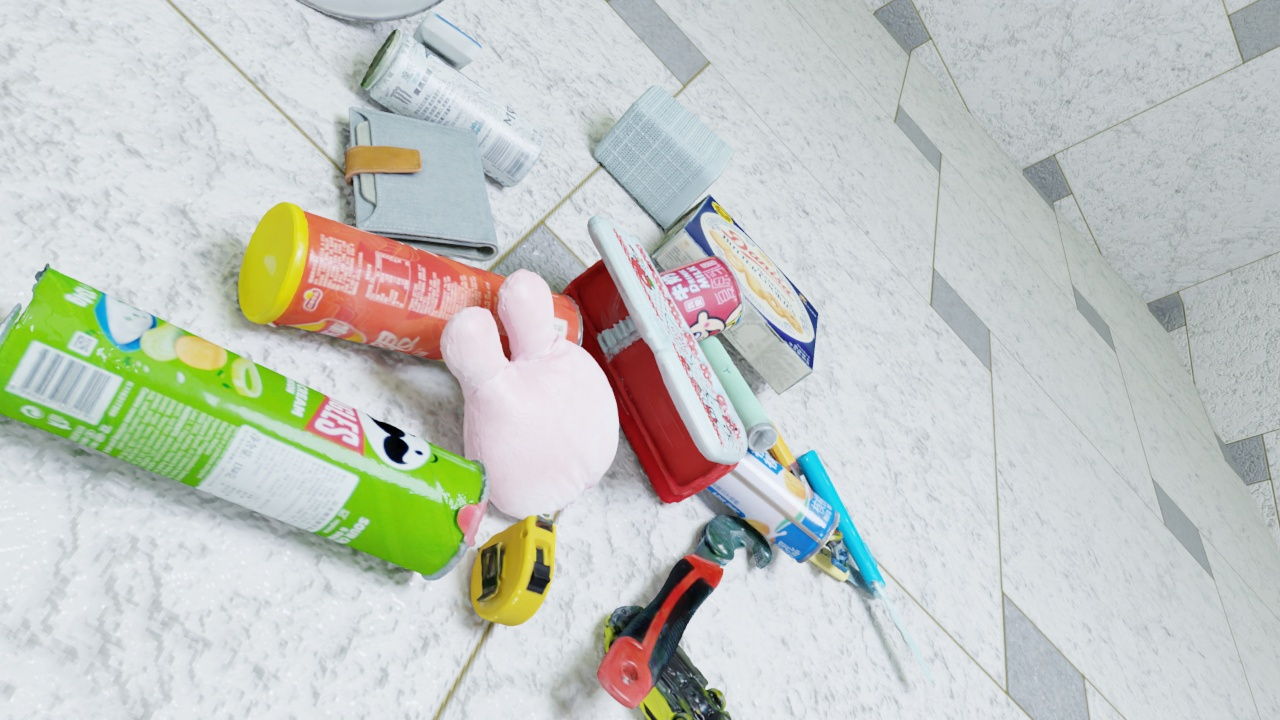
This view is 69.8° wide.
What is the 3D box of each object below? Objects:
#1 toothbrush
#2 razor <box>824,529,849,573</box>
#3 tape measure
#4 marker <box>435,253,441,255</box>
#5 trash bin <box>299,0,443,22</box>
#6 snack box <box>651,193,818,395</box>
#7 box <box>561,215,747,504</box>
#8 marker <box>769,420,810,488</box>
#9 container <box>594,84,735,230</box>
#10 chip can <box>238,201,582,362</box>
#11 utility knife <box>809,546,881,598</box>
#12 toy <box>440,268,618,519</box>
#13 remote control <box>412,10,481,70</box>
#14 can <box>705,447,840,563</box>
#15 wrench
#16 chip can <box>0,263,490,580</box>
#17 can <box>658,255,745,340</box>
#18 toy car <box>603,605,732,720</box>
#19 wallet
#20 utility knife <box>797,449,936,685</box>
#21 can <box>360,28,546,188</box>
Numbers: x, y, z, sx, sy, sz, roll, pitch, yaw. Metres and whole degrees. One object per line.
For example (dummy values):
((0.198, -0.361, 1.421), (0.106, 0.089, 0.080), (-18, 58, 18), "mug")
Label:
((0.066, 0.004, 0.793), (0.224, 0.027, 0.026), (-116, -167, -55), "toothbrush")
((0.131, 0.122, 0.795), (0.143, 0.022, 0.042), (43, 15, 5), "razor")
((-0.076, 0.122, 0.527), (0.029, 0.060, 0.057), (28, 45, -34), "tape measure")
((-0.154, -0.113, 0.700), (0.017, 0.017, 0.145), (29, 39, -31), "marker")
((-0.226, -0.434, 0.750), (0.229, 0.230, 0.251), (22, 49, -37), "trash bin")
((0.102, -0.073, 0.920), (0.178, 0.046, 0.182), (46, 24, -8), "snack box")
((-0.002, 0.002, 0.681), (0.100, 0.110, 0.201), (3, 56, -59), "box")
((0.146, 0.113, 0.848), (0.018, 0.015, 0.124), (-11, 69, -60), "marker")
((0.022, -0.213, 0.948), (0.111, 0.090, 0.089), (42, 34, -9), "container")
((-0.138, -0.037, 0.593), (0.216, 0.073, 0.073), (15, 47, -42), "chip can")
((0.147, 0.164, 0.804), (0.201, 0.021, 0.030), (40, 34, -26), "utility knife")
((-0.069, 0.024, 0.589), (0.121, 0.054, 0.159), (-40, 122, -39), "toy")
((-0.165, -0.263, 0.768), (0.049, 0.024, 0.125), (32, 2, -22), "remote control")
((0.092, 0.101, 0.740), (0.134, 0.053, 0.053), (39, 33, -1), "can")
((0.036, 0.160, 0.632), (0.056, 0.016, 0.272), (45, 23, 11), "wrench")
((-0.191, 0.038, 0.457), (0.236, 0.072, 0.072), (30, 38, -29), "chip can")
((0.033, -0.046, 0.786), (0.093, 0.067, 0.066), (-21, 72, -23), "can")
((0.013, 0.203, 0.582), (0.105, 0.032, 0.048), (49, 25, 18), "toy car")
((-0.162, -0.133, 0.672), (0.106, 0.037, 0.129), (7, 48, -28), "wallet")
((0.202, 0.181, 0.827), (0.034, 0.018, 0.234), (26, 34, -58), "utility knife")
((-0.151, -0.204, 0.753), (0.146, 0.058, 0.058), (31, 38, -28), "can")
